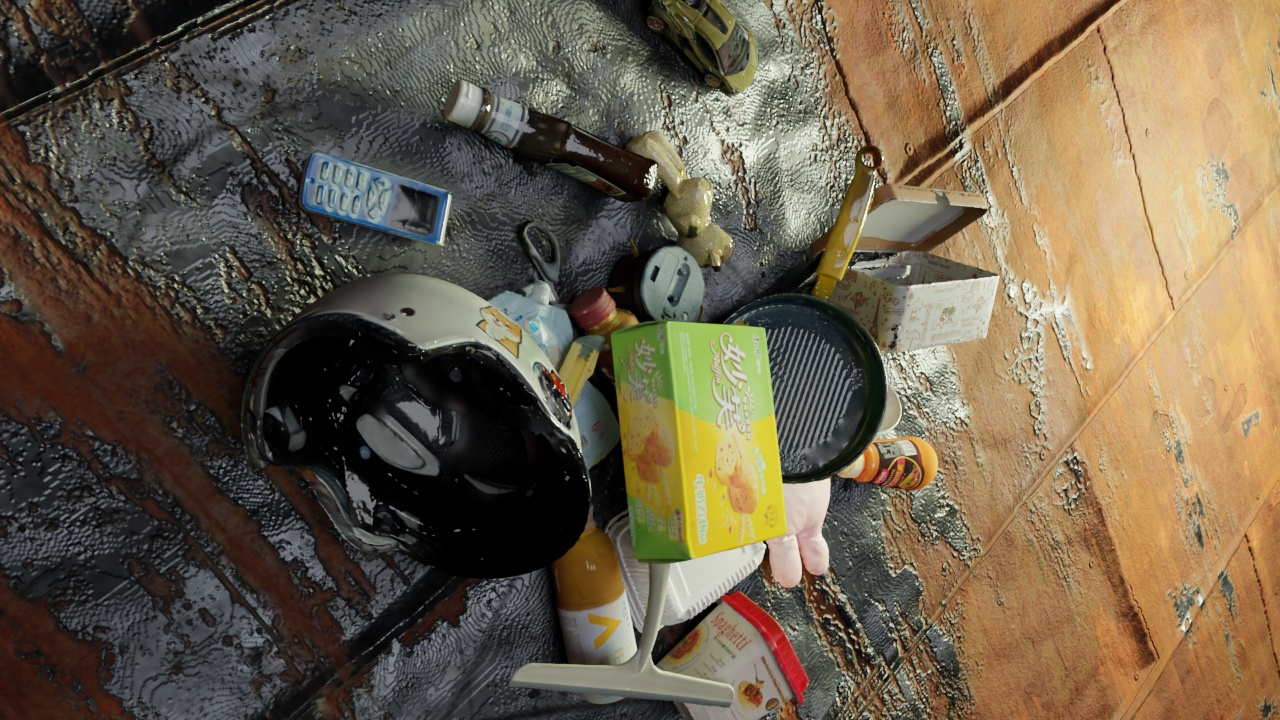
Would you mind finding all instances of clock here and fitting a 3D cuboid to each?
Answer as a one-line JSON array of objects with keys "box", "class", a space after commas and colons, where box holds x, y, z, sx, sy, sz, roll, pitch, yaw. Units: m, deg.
[{"box": [0.024, -0.065, 0.912, 0.122, 0.055, 0.082, 33, 71, -37], "class": "clock"}]

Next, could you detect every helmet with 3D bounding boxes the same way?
[{"box": [-0.161, 0.037, 0.727, 0.274, 0.231, 0.156, 40, 31, -27], "class": "helmet"}]

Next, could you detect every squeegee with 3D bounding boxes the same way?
[{"box": [0.014, 0.190, 0.858, 0.246, 0.039, 0.246, 19, 70, -31], "class": "squeegee"}]

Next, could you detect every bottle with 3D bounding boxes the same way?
[{"box": [-0.080, -0.195, 0.821, 0.194, 0.080, 0.044, 18, 89, -31], "class": "bottle"}, {"box": [-0.005, 0.005, 0.893, 0.057, 0.057, 0.175, -48, 120, -21], "class": "bottle"}, {"box": [-0.047, 0.230, 0.881, 0.067, 0.068, 0.189, -15, 99, -32], "class": "bottle"}, {"box": [0.285, 0.122, 1.101, 0.149, 0.067, 0.067, 5, 91, -27], "class": "bottle"}]

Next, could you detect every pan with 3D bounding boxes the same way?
[{"box": [0.182, -0.048, 0.951, 0.198, 0.078, 0.357, 18, 84, 0], "class": "pan"}]

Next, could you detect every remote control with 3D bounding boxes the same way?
[{"box": [-0.219, -0.133, 0.766, 0.124, 0.024, 0.049, 13, 86, -32], "class": "remote control"}]

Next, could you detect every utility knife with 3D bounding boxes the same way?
[{"box": [-0.085, 0.074, 0.832, 0.031, 0.022, 0.216, 24, 90, -12], "class": "utility knife"}]

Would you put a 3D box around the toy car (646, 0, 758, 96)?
[{"box": [0.068, -0.337, 0.933, 0.158, 0.042, 0.070, 36, 75, -33], "class": "toy car"}]

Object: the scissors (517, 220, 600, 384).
[{"box": [-0.079, -0.053, 0.875, 0.179, 0.014, 0.159, -5, 100, -36], "class": "scissors"}]

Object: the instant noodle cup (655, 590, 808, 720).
[{"box": [0.091, 0.326, 0.962, 0.124, 0.116, 0.117, -33, 111, -14], "class": "instant noodle cup"}]

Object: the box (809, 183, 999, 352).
[{"box": [0.304, -0.121, 1.039, 0.181, 0.152, 0.174, -8, 116, -33], "class": "box"}]

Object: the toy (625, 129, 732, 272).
[{"box": [0.039, -0.160, 0.920, 0.157, 0.066, 0.105, 57, 22, -19], "class": "toy"}]

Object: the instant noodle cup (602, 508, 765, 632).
[{"box": [0.056, 0.194, 0.954, 0.173, 0.060, 0.138, -30, 109, -30], "class": "instant noodle cup"}]

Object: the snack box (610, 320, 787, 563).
[{"box": [0.057, 0.071, 0.852, 0.157, 0.070, 0.210, 0, 83, -49], "class": "snack box"}]

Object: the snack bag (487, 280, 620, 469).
[{"box": [-0.094, 0.023, 0.846, 0.110, 0.039, 0.191, -30, 114, -12], "class": "snack bag"}]

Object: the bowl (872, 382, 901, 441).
[{"box": [0.229, 0.062, 1.045, 0.118, 0.118, 0.065, -20, 142, -31], "class": "bowl"}]

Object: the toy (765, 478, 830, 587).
[{"box": [0.170, 0.170, 1.027, 0.121, 0.054, 0.159, -9, 94, -37], "class": "toy"}]
